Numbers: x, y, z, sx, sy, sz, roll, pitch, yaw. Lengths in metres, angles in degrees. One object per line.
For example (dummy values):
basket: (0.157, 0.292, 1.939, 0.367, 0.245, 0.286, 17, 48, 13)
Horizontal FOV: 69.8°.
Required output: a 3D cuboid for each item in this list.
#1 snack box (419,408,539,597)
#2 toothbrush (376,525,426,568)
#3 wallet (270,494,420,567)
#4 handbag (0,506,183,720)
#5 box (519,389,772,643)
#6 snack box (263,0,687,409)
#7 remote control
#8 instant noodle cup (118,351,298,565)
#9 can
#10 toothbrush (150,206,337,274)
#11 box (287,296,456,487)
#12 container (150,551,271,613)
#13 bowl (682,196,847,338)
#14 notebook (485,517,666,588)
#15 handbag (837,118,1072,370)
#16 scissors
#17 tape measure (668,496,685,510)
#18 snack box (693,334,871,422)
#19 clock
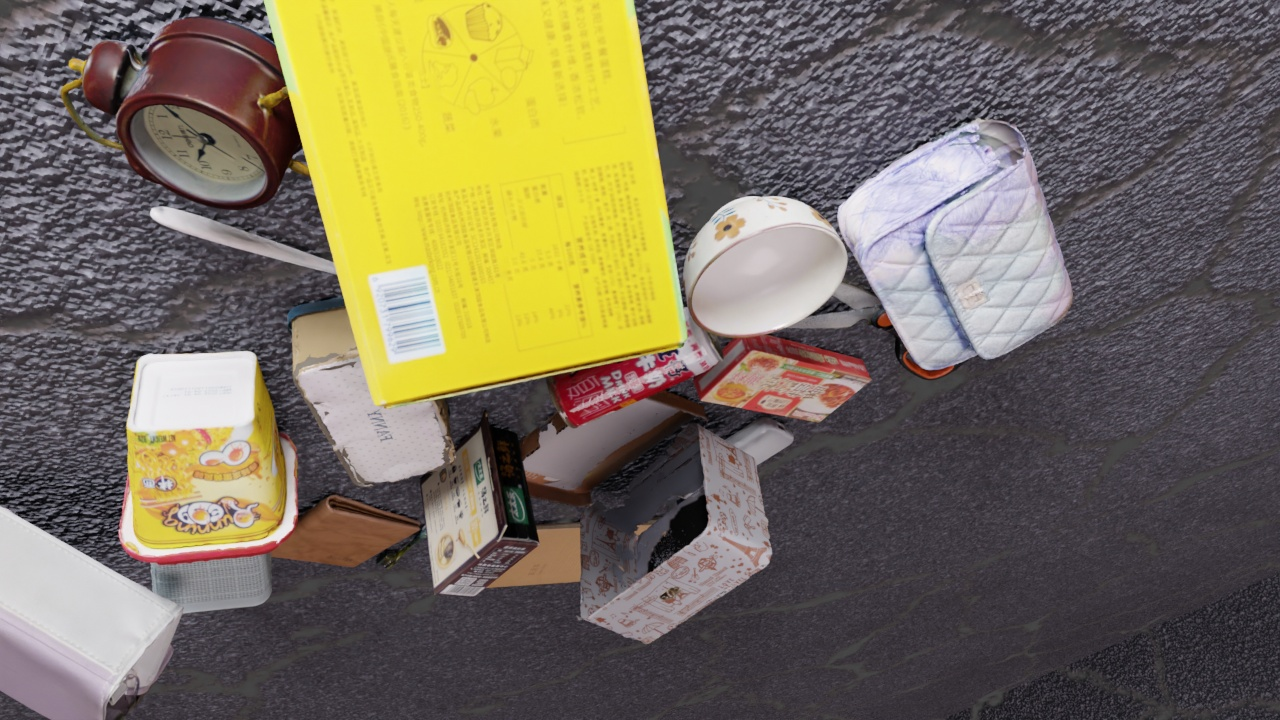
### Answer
snack box: (-0.138, 0.124, 0.784, 0.053, 0.113, 0.126, 17, 134, -41)
toothbrush: (-0.204, 0.158, 0.897, 0.017, 0.012, 0.186, 26, 128, -35)
wallet: (-0.283, 0.166, 0.870, 0.101, 0.020, 0.115, -31, 146, 23)
handbag: (-0.463, 0.193, 0.698, 0.197, 0.098, 0.145, 34, 129, -6)
box: (-0.016, 0.123, 0.820, 0.193, 0.156, 0.184, 30, 123, -29)
snack box: (-0.072, -0.097, 0.442, 0.157, 0.070, 0.210, -12, 106, -6)
remote control: (0.089, 0.101, 0.927, 0.136, 0.020, 0.055, -37, 142, 27)
instant noodle cup: (-0.305, 0.064, 0.644, 0.116, 0.116, 0.124, -3, 132, -19)
can: (-0.004, 0.004, 0.723, 0.133, 0.053, 0.053, -24, 145, 12)
toothbrush: (-0.209, -0.066, 0.574, 0.180, 0.016, 0.016, 16, 126, -39)
box: (-0.193, 0.022, 0.669, 0.089, 0.059, 0.185, -11, 144, -9)
container: (-0.347, 0.137, 0.740, 0.090, 0.089, 0.112, -1, 141, -22)
bowl: (0.079, -0.074, 0.640, 0.113, 0.062, 0.114, -12, 146, -8)
notebook: (-0.082, 0.218, 1.033, 0.211, 0.012, 0.150, 2, 143, -25)
handbag: (0.239, -0.073, 0.681, 0.134, 0.075, 0.194, -31, 138, 16)
scissors: (0.230, -0.045, 0.785, 0.211, 0.021, 0.221, -32, 137, 17)
tape measure: (0.065, 0.166, 0.998, 0.066, 0.033, 0.066, -19, 144, 3)
snack box: (0.128, 0.017, 0.820, 0.152, 0.025, 0.075, 12, 136, -35)
clock: (-0.218, -0.119, 0.449, 0.122, 0.055, 0.082, 5, 148, 3)
